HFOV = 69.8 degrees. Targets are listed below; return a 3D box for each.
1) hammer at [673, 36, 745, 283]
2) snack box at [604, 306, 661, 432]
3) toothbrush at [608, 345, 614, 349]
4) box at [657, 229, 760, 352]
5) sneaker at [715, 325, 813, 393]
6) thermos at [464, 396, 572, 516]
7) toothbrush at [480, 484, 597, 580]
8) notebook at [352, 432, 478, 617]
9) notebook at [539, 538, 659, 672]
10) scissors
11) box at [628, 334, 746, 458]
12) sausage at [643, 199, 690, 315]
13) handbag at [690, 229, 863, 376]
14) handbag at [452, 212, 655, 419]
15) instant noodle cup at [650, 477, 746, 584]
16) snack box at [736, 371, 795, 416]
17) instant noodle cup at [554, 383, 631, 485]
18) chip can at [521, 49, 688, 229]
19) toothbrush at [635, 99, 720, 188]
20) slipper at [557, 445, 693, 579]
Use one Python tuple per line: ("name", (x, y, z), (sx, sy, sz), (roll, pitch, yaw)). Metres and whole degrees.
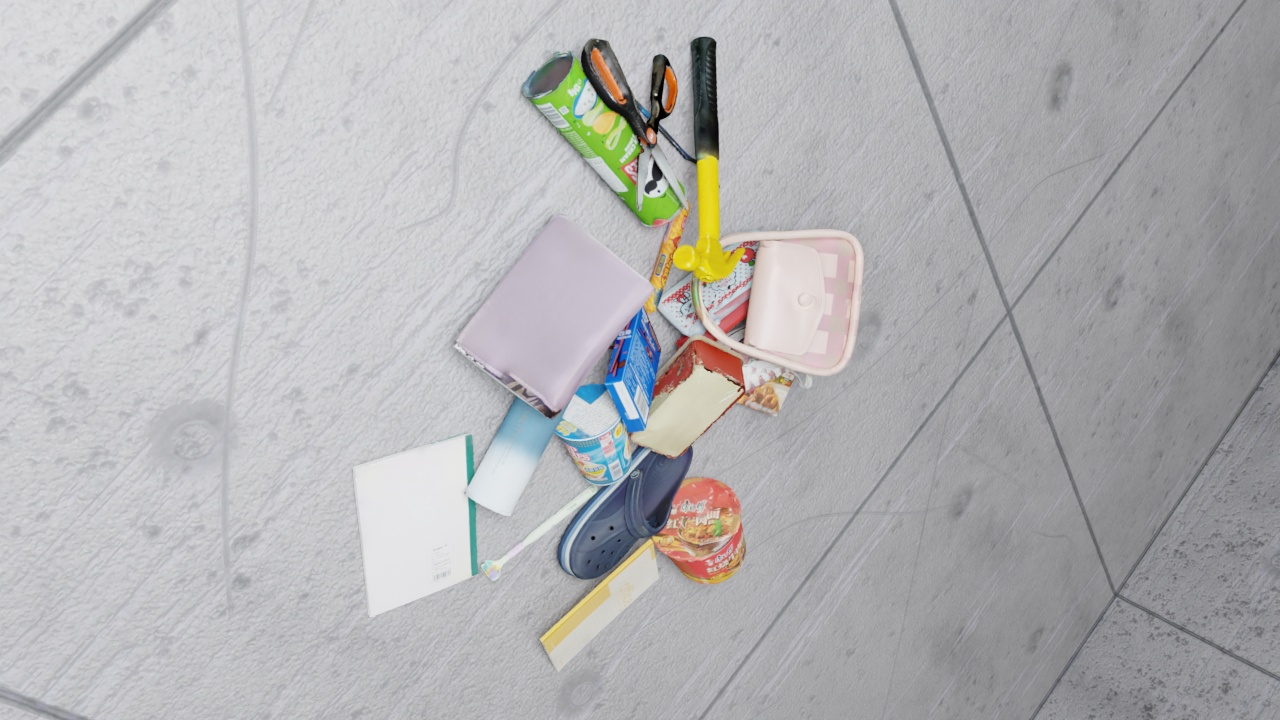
("hammer", (0.081, -0.241, 1.104), (0.128, 0.033, 0.300), (9, 77, -57))
("snack box", (-0.007, 0.007, 1.166), (0.156, 0.026, 0.084), (-77, 151, -48))
("toothbrush", (-0.077, -0.030, 1.164), (0.187, 0.016, 0.017), (12, 93, -41))
("box", (0.114, -0.097, 1.263), (0.201, 0.096, 0.100), (-38, 91, -22))
("sneaker", (0.179, -0.004, 1.297), (0.240, 0.088, 0.118), (-32, 124, -24))
("thermos", (-0.137, 0.080, 1.125), (0.070, 0.070, 0.220), (30, 86, -43))
("toothbrush", (-0.131, 0.226, 1.231), (0.189, 0.029, 0.020), (-36, 170, -23))
("notebook", (-0.267, 0.200, 1.113), (0.150, 0.012, 0.209), (-15, 119, -35))
("notebook", (-0.054, 0.353, 1.319), (0.206, 0.010, 0.146), (-39, 151, -20))
("scissors", (0.005, -0.274, 1.041), (0.221, 0.022, 0.232), (42, 48, -41))
("box", (0.058, 0.055, 1.205), (0.091, 0.077, 0.169), (25, 129, -22))
("sausage", (0.034, -0.136, 1.202), (0.021, 0.021, 0.165), (9, 103, -41))
("handbag", (0.171, -0.086, 1.199), (0.234, 0.093, 0.193), (8, 89, -19))
("handbag", (-0.098, -0.049, 1.055), (0.197, 0.145, 0.098), (-52, 175, -7))
("instant noodle cup", (0.091, 0.257, 1.356), (0.137, 0.138, 0.109), (-43, 139, -16))
("snack box", (0.167, 0.031, 1.380), (0.153, 0.026, 0.075), (20, 95, -42))
("instant noodle cup", (-0.056, 0.103, 1.192), (0.099, 0.099, 0.110), (-36, 135, -21))
("chip can", (-0.036, -0.250, 1.062), (0.072, 0.072, 0.236), (-54, 132, -7))
("toothbrush", (0.045, -0.270, 1.159), (0.016, 0.014, 0.189), (-42, 133, 14))
("slipper", (-0.004, 0.210, 1.278), (0.252, 0.095, 0.105), (-50, 129, -15))
